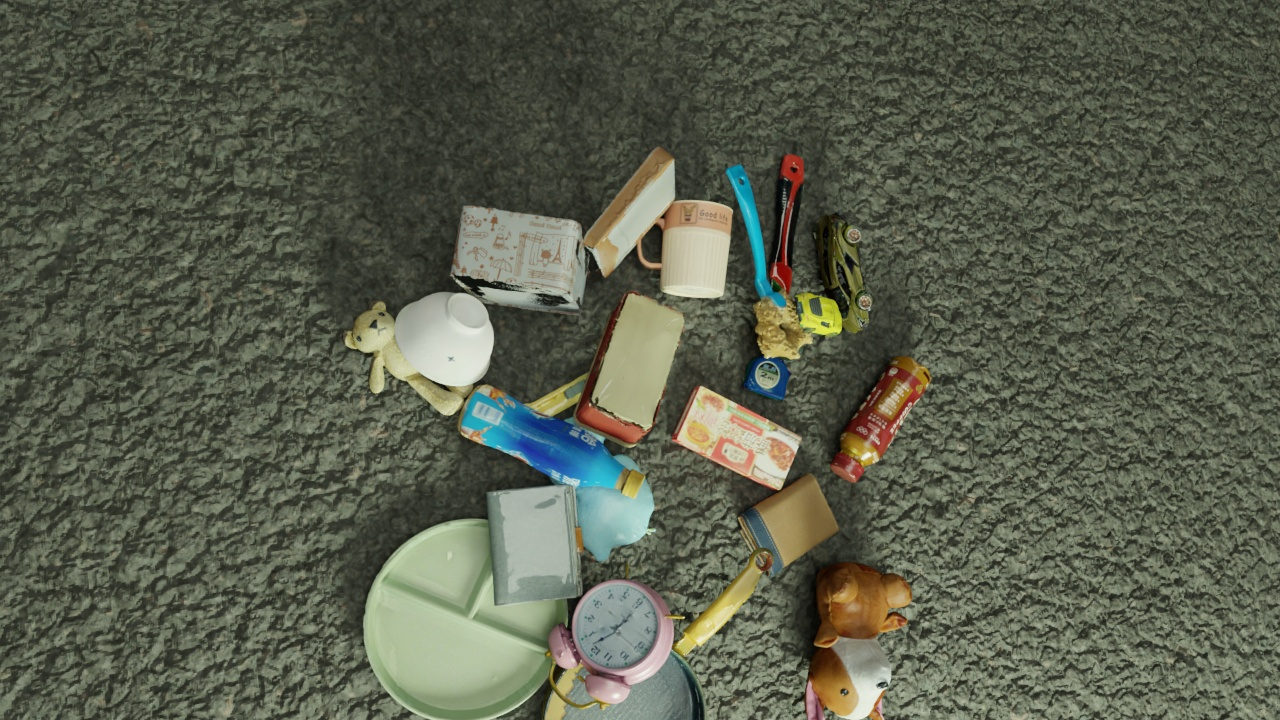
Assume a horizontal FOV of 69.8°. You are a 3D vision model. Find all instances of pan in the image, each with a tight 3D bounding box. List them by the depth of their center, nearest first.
[{"bbox_3d":[0.034,0.361,1.081,0.197,0.078,0.356,42,77,-8],"label":"pan"}]

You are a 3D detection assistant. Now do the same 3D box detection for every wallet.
[{"bbox_3d":[-0.119,0.209,1.049,0.106,0.037,0.129,-5,85,-5],"label":"wallet"},{"bbox_3d":[0.187,0.207,1.159,0.115,0.033,0.090,-29,96,-16],"label":"wallet"}]

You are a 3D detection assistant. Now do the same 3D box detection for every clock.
[{"bbox_3d":[-0.036,0.315,1.028,0.117,0.060,0.158,39,78,21],"label":"clock"}]

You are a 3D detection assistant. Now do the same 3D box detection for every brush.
[{"bbox_3d":[0.152,-0.116,1.130,0.083,0.046,0.255,-25,104,-33],"label":"brush"}]

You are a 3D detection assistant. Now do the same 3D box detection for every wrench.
[{"bbox_3d":[0.189,-0.135,1.193,0.056,0.016,0.273,5,85,-18],"label":"wrench"}]

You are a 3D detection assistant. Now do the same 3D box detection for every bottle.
[{"bbox_3d":[-0.099,0.098,1.047,0.219,0.065,0.065,24,79,4],"label":"bottle"},{"bbox_3d":[0.308,0.077,1.186,0.057,0.057,0.174,38,78,-9],"label":"bottle"}]

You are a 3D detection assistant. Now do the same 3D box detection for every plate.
[{"bbox_3d":[-0.198,0.296,1.053,0.230,0.027,0.230,1,85,-14],"label":"plate"}]

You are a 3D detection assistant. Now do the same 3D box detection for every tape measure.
[{"bbox_3d":[0.161,0.020,1.169,0.058,0.025,0.054,20,79,-16],"label":"tape measure"}]

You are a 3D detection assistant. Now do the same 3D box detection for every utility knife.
[{"bbox_3d":[-0.076,0.033,1.115,0.204,0.021,0.031,-30,93,-20],"label":"utility knife"}]

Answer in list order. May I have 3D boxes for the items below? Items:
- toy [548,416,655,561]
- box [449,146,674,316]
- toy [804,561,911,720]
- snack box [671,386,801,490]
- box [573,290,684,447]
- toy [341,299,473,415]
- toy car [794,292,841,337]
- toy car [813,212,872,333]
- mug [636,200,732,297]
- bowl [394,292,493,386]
[{"bbox_3d":[-0.043,0.152,1.093,0.156,0.050,0.161,25,76,-1],"label":"toy"},{"bbox_3d":[-0.074,-0.129,1.016,0.270,0.179,0.134,-21,84,-1],"label":"box"},{"bbox_3d":[0.267,0.352,1.127,0.140,0.130,0.199,10,93,-20],"label":"toy"},{"bbox_3d":[0.121,0.098,1.152,0.153,0.025,0.075,27,79,-11],"label":"snack box"},{"bbox_3d":[-0.007,0.006,1.072,0.091,0.076,0.168,25,59,-11],"label":"box"},{"bbox_3d":[-0.260,0.000,1.039,0.157,0.066,0.105,38,72,-2],"label":"toy"},{"bbox_3d":[0.227,-0.058,1.145,0.105,0.032,0.048,8,69,-53],"label":"toy car"},{"bbox_3d":[0.260,-0.111,1.182,0.042,0.070,0.158,-12,88,-15],"label":"toy car"},{"bbox_3d":[0.052,-0.137,1.128,0.114,0.082,0.106,5,85,0],"label":"mug"},{"bbox_3d":[-0.207,-0.038,1.027,0.118,0.065,0.118,25,41,-25],"label":"bowl"}]
